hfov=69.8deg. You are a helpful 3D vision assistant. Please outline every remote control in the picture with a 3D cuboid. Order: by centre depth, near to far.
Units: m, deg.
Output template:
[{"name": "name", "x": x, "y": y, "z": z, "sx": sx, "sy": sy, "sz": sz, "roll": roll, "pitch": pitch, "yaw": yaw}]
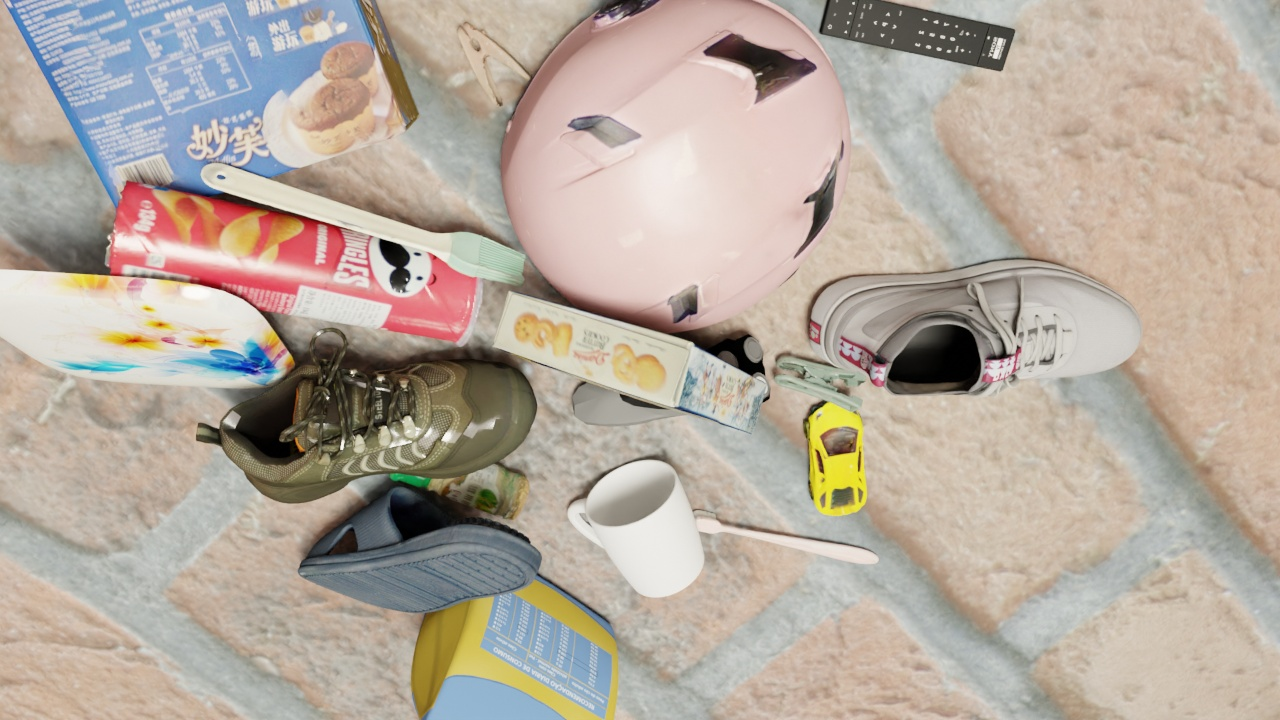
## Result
[{"name": "remote control", "x": 0.199, "y": -0.236, "z": 0.658, "sx": 0.140, "sy": 0.009, "sz": 0.030, "roll": 9, "pitch": 112, "yaw": -8}]

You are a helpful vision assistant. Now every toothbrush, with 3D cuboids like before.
[{"name": "toothbrush", "x": 0.130, "y": 0.159, "z": 0.816, "sx": 0.181, "sy": 0.018, "sz": 0.016, "roll": 14, "pitch": 112, "yaw": -13}]

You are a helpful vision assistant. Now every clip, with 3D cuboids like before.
[{"name": "clip", "x": -0.100, "y": -0.211, "z": 0.639, "sx": 0.039, "sy": 0.024, "sz": 0.060, "roll": -24, "pitch": 108, "yaw": 6}, {"name": "clip", "x": 0.148, "y": 0.010, "z": 0.750, "sx": 0.078, "sy": 0.023, "sz": 0.049, "roll": 26, "pitch": 68, "yaw": -4}]

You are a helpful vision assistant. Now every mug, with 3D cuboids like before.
[{"name": "mug", "x": -0.007, "y": 0.143, "z": 0.772, "sx": 0.114, "sy": 0.080, "sz": 0.088, "roll": -5, "pitch": 124, "yaw": 31}]

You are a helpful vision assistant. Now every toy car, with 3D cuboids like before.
[{"name": "toy car", "x": 0.166, "y": 0.083, "z": 0.779, "sx": 0.049, "sy": 0.030, "sz": 0.107, "roll": -10, "pitch": 111, "yaw": 1}]

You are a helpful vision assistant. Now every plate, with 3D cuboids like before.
[{"name": "plate", "x": -0.347, "y": -0.013, "z": 0.634, "sx": 0.187, "sy": 0.187, "sz": 0.016, "roll": 3, "pitch": 70, "yaw": -6}]

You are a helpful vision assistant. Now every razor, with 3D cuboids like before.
[{"name": "razor", "x": 0.021, "y": 0.022, "z": 0.731, "sx": 0.156, "sy": 0.060, "sz": 0.057, "roll": -15, "pitch": 70, "yaw": 19}]

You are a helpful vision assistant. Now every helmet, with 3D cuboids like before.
[{"name": "helmet", "x": 0.030, "y": -0.129, "z": 0.618, "sx": 0.255, "sy": 0.152, "sz": 0.230, "roll": -26, "pitch": 111, "yaw": 4}]

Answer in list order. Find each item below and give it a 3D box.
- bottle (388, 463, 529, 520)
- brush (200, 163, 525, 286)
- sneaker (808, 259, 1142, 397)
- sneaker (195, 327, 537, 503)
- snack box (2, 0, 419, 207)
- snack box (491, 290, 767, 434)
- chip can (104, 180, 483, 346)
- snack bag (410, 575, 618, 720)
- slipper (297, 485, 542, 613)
[{"name": "bottle", "x": -0.148, "y": 0.096, "z": 0.754, "sx": 0.111, "sy": 0.043, "sz": 0.043, "roll": 23, "pitch": 109, "yaw": -14}, {"name": "brush", "x": -0.181, "y": -0.092, "z": 0.621, "sx": 0.217, "sy": 0.033, "sz": 0.012, "roll": 16, "pitch": 136, "yaw": -20}, {"name": "sneaker", "x": 0.269, "y": -0.014, "z": 0.693, "sx": 0.263, "sy": 0.128, "sz": 0.097, "roll": 0, "pitch": 113, "yaw": -6}, {"name": "sneaker", "x": -0.204, "y": 0.031, "z": 0.663, "sx": 0.238, "sy": 0.101, "sz": 0.143, "roll": -15, "pitch": 155, "yaw": 7}, {"name": "snack box", "x": -0.273, "y": -0.199, "z": 0.606, "sx": 0.203, "sy": 0.069, "sz": 0.155, "roll": -17, "pitch": 113, "yaw": 4}, {"name": "snack box", "x": -0.004, "y": 0.004, "z": 0.632, "sx": 0.144, "sy": 0.145, "sz": 0.042, "roll": 17, "pitch": 87, "yaw": 28}, {"name": "chip can", "x": -0.229, "y": -0.063, "z": 0.627, "sx": 0.232, "sy": 0.073, "sz": 0.073, "roll": 10, "pitch": 112, "yaw": -28}, {"name": "snack bag", "x": -0.101, "y": 0.270, "z": 0.740, "sx": 0.159, "sy": 0.205, "sz": 0.102, "roll": 37, "pitch": 105, "yaw": -17}, {"name": "slipper", "x": -0.171, "y": 0.144, "z": 0.730, "sx": 0.264, "sy": 0.082, "sz": 0.101, "roll": -18, "pitch": 135, "yaw": 40}]
